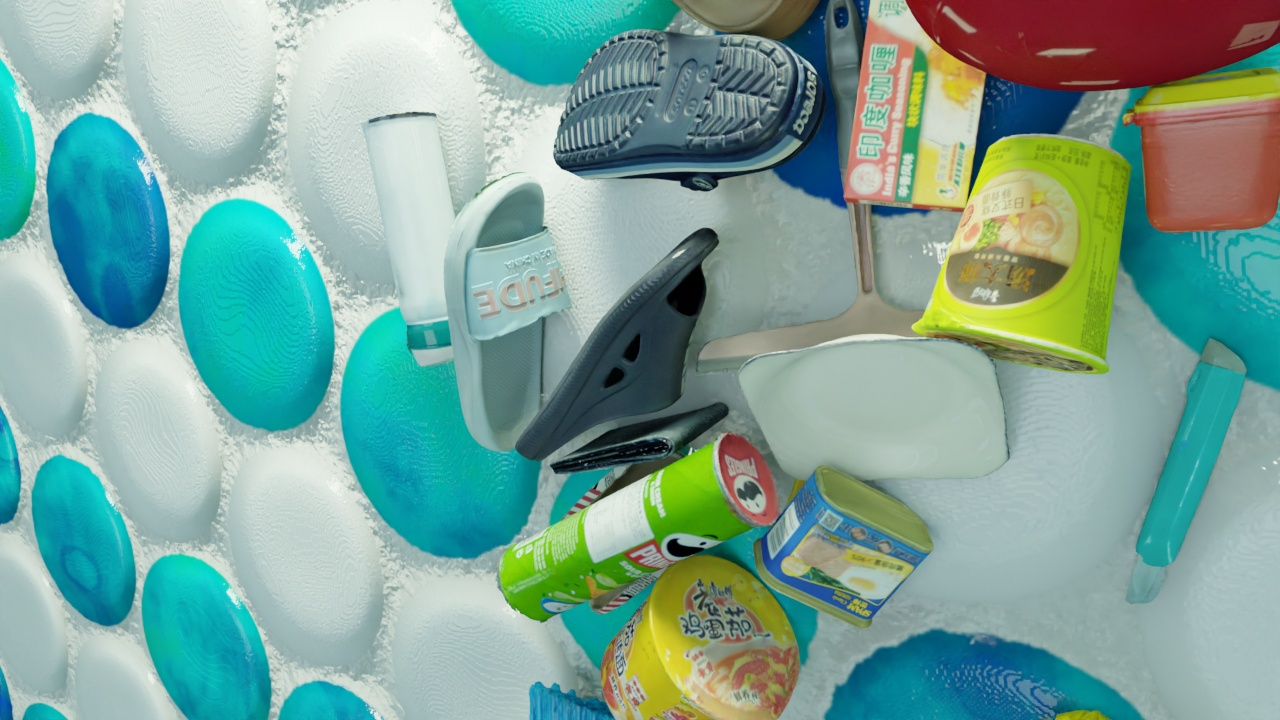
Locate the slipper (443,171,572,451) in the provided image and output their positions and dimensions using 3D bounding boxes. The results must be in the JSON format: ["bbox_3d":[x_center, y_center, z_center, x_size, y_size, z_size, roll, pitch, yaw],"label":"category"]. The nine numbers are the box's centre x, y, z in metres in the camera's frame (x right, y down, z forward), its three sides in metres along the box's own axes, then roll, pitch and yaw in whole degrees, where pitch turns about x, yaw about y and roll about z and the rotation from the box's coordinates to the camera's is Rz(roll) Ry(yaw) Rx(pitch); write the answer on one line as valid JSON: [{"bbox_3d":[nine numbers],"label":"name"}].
[{"bbox_3d":[-0.107,-0.034,0.778,0.074,0.103,0.246,14,113,31],"label":"slipper"}]

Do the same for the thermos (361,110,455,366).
[{"bbox_3d":[-0.199,-0.107,0.836,0.073,0.073,0.224,-5,99,32],"label":"thermos"}]

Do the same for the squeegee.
[{"bbox_3d":[0.150,-0.125,0.634,0.248,0.040,0.249,-5,94,17],"label":"squeegee"}]

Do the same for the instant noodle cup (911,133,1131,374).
[{"bbox_3d":[0.233,-0.064,0.547,0.112,0.111,0.123,14,89,28],"label":"instant noodle cup"}]

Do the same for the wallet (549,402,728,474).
[{"bbox_3d":[-0.001,0.063,0.735,0.121,0.097,0.019,-15,95,33],"label":"wallet"}]

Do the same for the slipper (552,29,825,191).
[{"bbox_3d":[0.036,-0.175,0.660,0.253,0.095,0.105,12,83,50],"label":"slipper"}]

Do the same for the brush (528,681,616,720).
[{"bbox_3d":[0.033,0.385,0.802,0.315,0.060,0.109,16,79,15],"label":"brush"}]

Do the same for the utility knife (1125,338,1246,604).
[{"bbox_3d":[0.340,0.076,0.578,0.029,0.013,0.183,20,110,30],"label":"utility knife"}]

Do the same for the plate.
[{"bbox_3d":[0.159,0.028,0.623,0.164,0.034,0.164,-5,142,23],"label":"plate"}]

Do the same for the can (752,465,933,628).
[{"bbox_3d":[0.148,0.135,0.668,0.102,0.057,0.083,27,115,-11],"label":"can"}]

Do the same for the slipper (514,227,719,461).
[{"bbox_3d":[-0.004,0.004,0.731,0.083,0.110,0.269,40,125,-1],"label":"slipper"}]

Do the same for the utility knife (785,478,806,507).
[{"bbox_3d":[0.146,0.056,0.692,0.033,0.015,0.202,17,110,4],"label":"utility knife"}]

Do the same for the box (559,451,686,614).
[{"bbox_3d":[-0.008,0.146,0.771,0.163,0.075,0.086,-46,46,27],"label":"box"}]

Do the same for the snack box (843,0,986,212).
[{"bbox_3d":[0.180,-0.177,0.587,0.077,0.027,0.156,8,97,16],"label":"snack box"}]

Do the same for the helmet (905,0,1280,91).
[{"bbox_3d":[0.231,-0.206,0.451,0.240,0.206,0.144,28,98,30],"label":"helmet"}]

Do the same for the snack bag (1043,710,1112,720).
[{"bbox_3d":[0.359,0.353,0.601,0.247,0.068,0.158,26,114,25],"label":"snack bag"}]

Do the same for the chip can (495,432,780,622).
[{"bbox_3d":[-0.009,0.133,0.704,0.237,0.072,0.072,-31,84,32],"label":"chip can"}]

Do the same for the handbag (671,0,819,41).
[{"bbox_3d":[0.072,-0.322,0.598,0.148,0.099,0.205,28,111,26],"label":"handbag"}]

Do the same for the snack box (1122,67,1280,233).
[{"bbox_3d":[0.313,-0.115,0.507,0.082,0.091,0.080,2,109,31],"label":"snack box"}]

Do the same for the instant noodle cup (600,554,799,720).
[{"bbox_3d":[0.040,0.242,0.737,0.138,0.137,0.110,50,129,12],"label":"instant noodle cup"}]
